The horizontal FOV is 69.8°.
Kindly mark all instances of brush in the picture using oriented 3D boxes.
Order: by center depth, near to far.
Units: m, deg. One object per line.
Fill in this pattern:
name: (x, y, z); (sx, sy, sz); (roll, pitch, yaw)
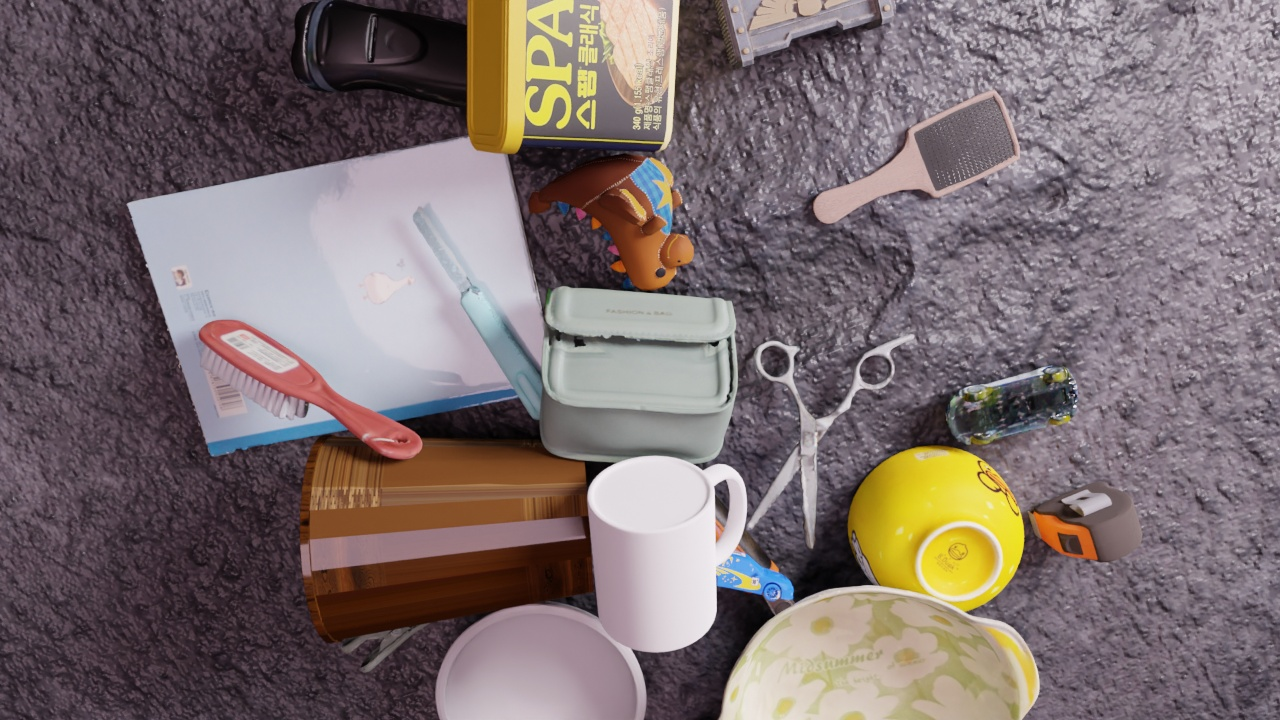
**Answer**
brush: (-0.213, 0.025, 0.585); (0.172, 0.040, 0.030); (29, 115, 15)
brush: (0.175, -0.123, 0.590); (0.136, 0.015, 0.050); (-25, 102, 6)

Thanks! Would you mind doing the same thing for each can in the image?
can: (-0.039, -0.188, 0.530); (0.104, 0.075, 0.135); (-4, 106, -26)

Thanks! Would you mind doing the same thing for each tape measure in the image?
tape measure: (0.307, 0.109, 0.628); (0.058, 0.058, 0.038); (-22, 103, 3)

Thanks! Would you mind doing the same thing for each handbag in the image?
handbag: (-0.003, 0.003, 0.579); (0.122, 0.106, 0.067); (3, 144, -3)

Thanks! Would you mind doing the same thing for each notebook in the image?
notebook: (-0.196, -0.041, 0.617); (0.253, 0.009, 0.181); (-10, 104, 3)

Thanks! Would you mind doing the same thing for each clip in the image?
clip: (-0.183, 0.197, 0.672); (0.076, 0.023, 0.042); (-37, 100, 7)

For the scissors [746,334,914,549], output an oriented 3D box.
scissors: (0.128, 0.047, 0.622); (0.158, 0.014, 0.141); (-21, 88, 1)

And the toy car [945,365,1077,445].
toy car: (0.250, 0.030, 0.623); (0.090, 0.027, 0.039); (-14, 106, 3)

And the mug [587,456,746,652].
mug: (0.022, 0.109, 0.560); (0.110, 0.074, 0.091); (-23, 124, -32)

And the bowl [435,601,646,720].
bowl: (-0.071, 0.236, 0.669); (0.149, 0.043, 0.150); (0, 104, 0)

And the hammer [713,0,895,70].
hammer: (0.060, -0.341, 0.520); (0.098, 0.044, 0.322); (-16, 104, 4)

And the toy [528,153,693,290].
toy: (-0.020, -0.085, 0.593); (0.103, 0.070, 0.090); (-7, 119, 25)

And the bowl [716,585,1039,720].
bowl: (0.148, 0.223, 0.617); (0.219, 0.060, 0.188); (-25, 103, 9)

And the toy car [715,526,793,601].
toy car: (0.061, 0.121, 0.615); (0.092, 0.033, 0.062); (11, 91, 3)

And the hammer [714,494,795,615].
hammer: (0.061, 0.147, 0.652); (0.138, 0.035, 0.314); (-38, 100, 9)

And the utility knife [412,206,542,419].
utility knife: (-0.103, -0.028, 0.606); (0.022, 0.015, 0.165); (-30, 104, 6)

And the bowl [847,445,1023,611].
bowl: (0.207, 0.124, 0.627); (0.117, 0.067, 0.117); (0, 104, 0)

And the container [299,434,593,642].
container: (-0.118, 0.108, 0.600); (0.167, 0.132, 0.132); (-4, 104, -5)

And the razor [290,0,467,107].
razor: (-0.139, -0.182, 0.564); (0.140, 0.064, 0.053); (6, 88, -15)
